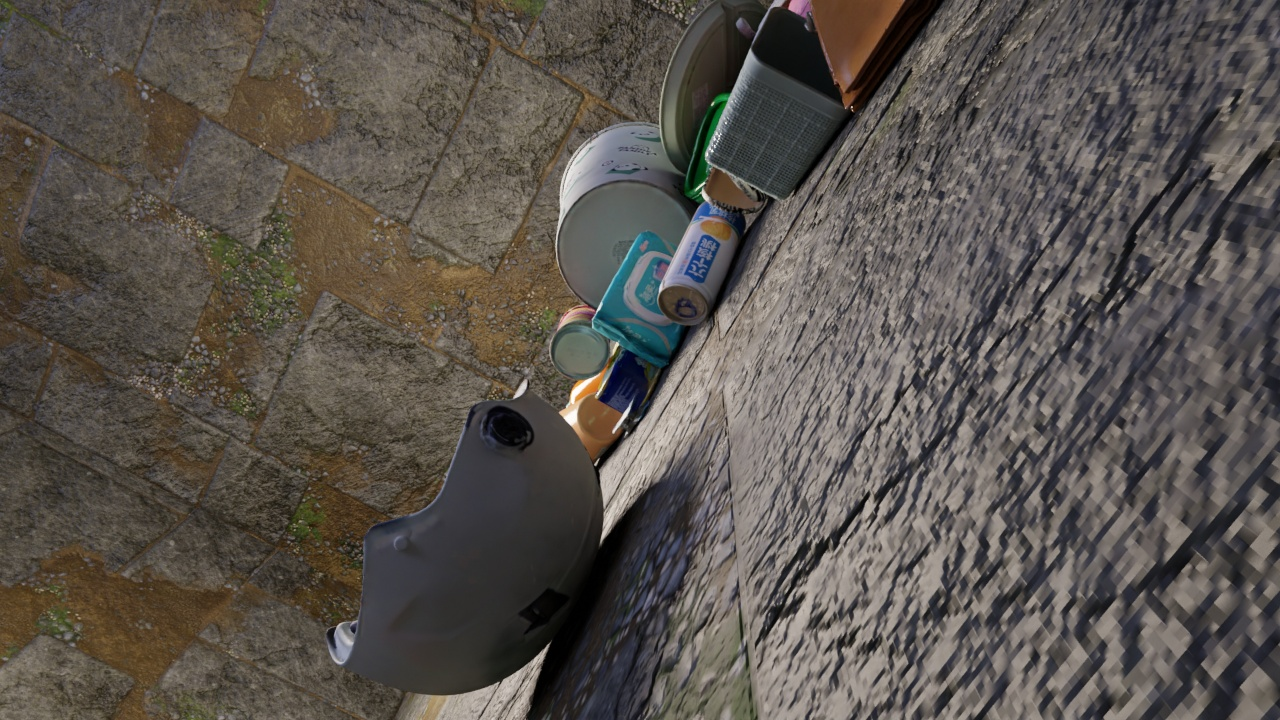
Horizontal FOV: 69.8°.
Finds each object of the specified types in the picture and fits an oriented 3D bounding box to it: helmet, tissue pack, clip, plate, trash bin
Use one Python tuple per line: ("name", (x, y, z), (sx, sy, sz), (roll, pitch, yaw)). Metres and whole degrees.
("helmet", (-0.111, 0.147, 0.711), (0.230, 0.146, 0.257), (-55, -1, 40))
("tissue pack", (0.011, -0.063, 0.966), (0.133, 0.093, 0.050), (-64, 7, -31))
("clip", (-0.012, 0.059, 0.943), (0.058, 0.038, 0.026), (-59, 7, 48))
("plate", (0.107, -0.341, 1.157), (0.229, 0.027, 0.231), (-34, -40, -36))
("trash bin", (-0.010, -0.188, 1.250), (0.230, 0.229, 0.251), (-59, 10, 22))

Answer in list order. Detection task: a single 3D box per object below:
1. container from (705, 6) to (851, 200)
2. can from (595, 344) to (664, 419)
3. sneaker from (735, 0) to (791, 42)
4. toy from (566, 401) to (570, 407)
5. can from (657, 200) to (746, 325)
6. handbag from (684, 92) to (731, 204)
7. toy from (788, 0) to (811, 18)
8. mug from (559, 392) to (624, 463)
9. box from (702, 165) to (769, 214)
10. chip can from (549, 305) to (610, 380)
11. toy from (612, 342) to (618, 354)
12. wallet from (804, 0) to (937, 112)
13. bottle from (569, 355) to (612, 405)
("container", (0.113, -0.201, 0.737), (0.112, 0.090, 0.089), (-60, 3, 49))
("can", (-0.006, 0.006, 1.012), (0.075, 0.049, 0.147), (-58, 5, 30))
("sneaker", (0.163, -0.363, 1.093), (0.242, 0.118, 0.087), (116, 159, -49))
("toy", (-0.060, 0.043, 1.357), (0.096, 0.030, 0.092), (-48, -26, 6))
("can", (0.060, -0.095, 0.880), (0.053, 0.053, 0.134), (-56, 7, 49))
("handbag", (0.104, -0.240, 1.043), (0.120, 0.068, 0.131), (162, 125, -78))
("toy", (0.152, -0.282, 0.842), (0.194, 0.074, 0.179), (-61, 13, -18))
("mug", (-0.063, 0.081, 1.064), (0.078, 0.078, 0.123), (-63, 10, -25))
("box", (0.106, -0.194, 0.918), (0.082, 0.075, 0.163), (-42, 18, 39))
("chip can", (-0.071, -0.025, 1.136), (0.071, 0.071, 0.210), (-61, 6, 6))
("toy", (-0.020, -0.029, 1.275), (0.105, 0.066, 0.156), (-47, 14, 48))
("wallet", (0.159, -0.259, 0.653), (0.108, 0.031, 0.131), (123, 149, -49))
("bottle", (-0.032, 0.025, 1.139), (0.150, 0.067, 0.066), (-45, 14, 45))
